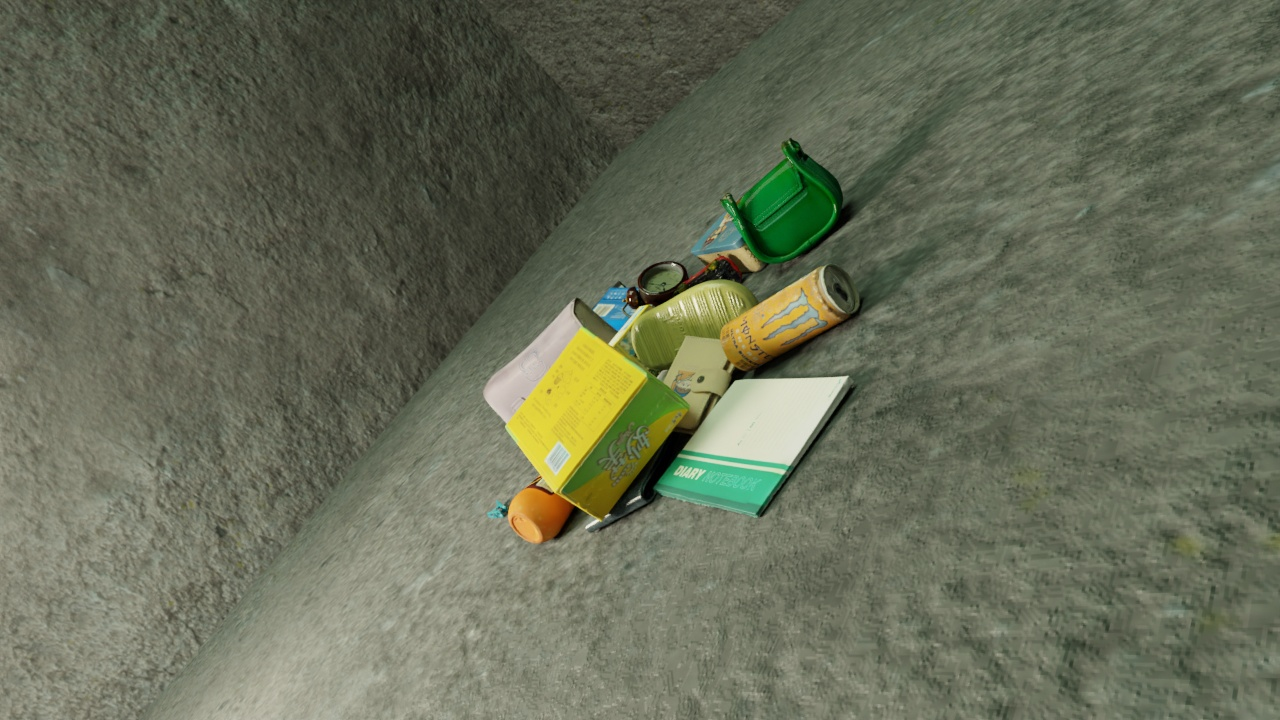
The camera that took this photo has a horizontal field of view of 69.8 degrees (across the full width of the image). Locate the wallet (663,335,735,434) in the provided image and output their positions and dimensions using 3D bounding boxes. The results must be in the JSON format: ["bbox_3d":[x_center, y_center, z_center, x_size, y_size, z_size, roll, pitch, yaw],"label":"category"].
[{"bbox_3d":[0.060,0.026,1.010,0.087,0.024,0.115,8,62,42],"label":"wallet"}]

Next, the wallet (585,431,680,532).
[{"bbox_3d":[-0.008,0.129,1.004,0.097,0.019,0.120,-34,17,39],"label":"wallet"}]

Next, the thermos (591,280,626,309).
[{"bbox_3d":[-0.093,-0.020,1.539,0.242,0.068,0.090,-46,29,5],"label":"thermos"}]

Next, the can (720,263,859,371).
[{"bbox_3d":[0.150,-0.042,0.942,0.146,0.058,0.058,-32,20,42],"label":"can"}]

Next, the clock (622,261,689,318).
[{"bbox_3d":[0.028,-0.095,1.340,0.121,0.055,0.082,-36,46,-18],"label":"clock"}]

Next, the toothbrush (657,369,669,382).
[{"bbox_3d":[0.034,0.025,1.143,0.220,0.027,0.026,-50,-2,-15],"label":"toothbrush"}]

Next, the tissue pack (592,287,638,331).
[{"bbox_3d":[-0.018,-0.068,1.428,0.157,0.052,0.094,4,46,43],"label":"tissue pack"}]

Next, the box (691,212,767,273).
[{"bbox_3d":[0.144,-0.170,1.293,0.089,0.059,0.184,-50,14,-13],"label":"box"}]

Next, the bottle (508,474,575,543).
[{"bbox_3d":[-0.096,0.152,1.108,0.067,0.067,0.149,-28,16,49],"label":"bottle"}]

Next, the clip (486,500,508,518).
[{"bbox_3d":[-0.202,0.214,1.311,0.039,0.013,0.056,-53,17,-21],"label":"clip"}]

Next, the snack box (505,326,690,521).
[{"bbox_3d":[-0.055,0.063,1.028,0.157,0.070,0.210,-53,28,-1],"label":"snack box"}]

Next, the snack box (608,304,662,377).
[{"bbox_3d":[-0.007,0.007,1.183,0.140,0.087,0.034,-50,16,-15],"label":"snack box"}]

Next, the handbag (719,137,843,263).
[{"bbox_3d":[0.179,-0.194,1.146,0.132,0.120,0.067,-41,10,26],"label":"handbag"}]

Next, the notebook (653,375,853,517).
[{"bbox_3d":[0.099,0.076,0.866,0.150,0.012,0.209,-52,16,-16],"label":"notebook"}]

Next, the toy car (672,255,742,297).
[{"bbox_3d":[0.092,-0.104,1.277,0.107,0.049,0.031,-36,17,34],"label":"toy car"}]

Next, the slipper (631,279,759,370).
[{"bbox_3d":[0.073,-0.045,1.097,0.191,0.091,0.081,-17,6,41],"label":"slipper"}]

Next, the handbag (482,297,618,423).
[{"bbox_3d":[-0.108,0.028,1.288,0.197,0.145,0.098,-40,13,24],"label":"handbag"}]
